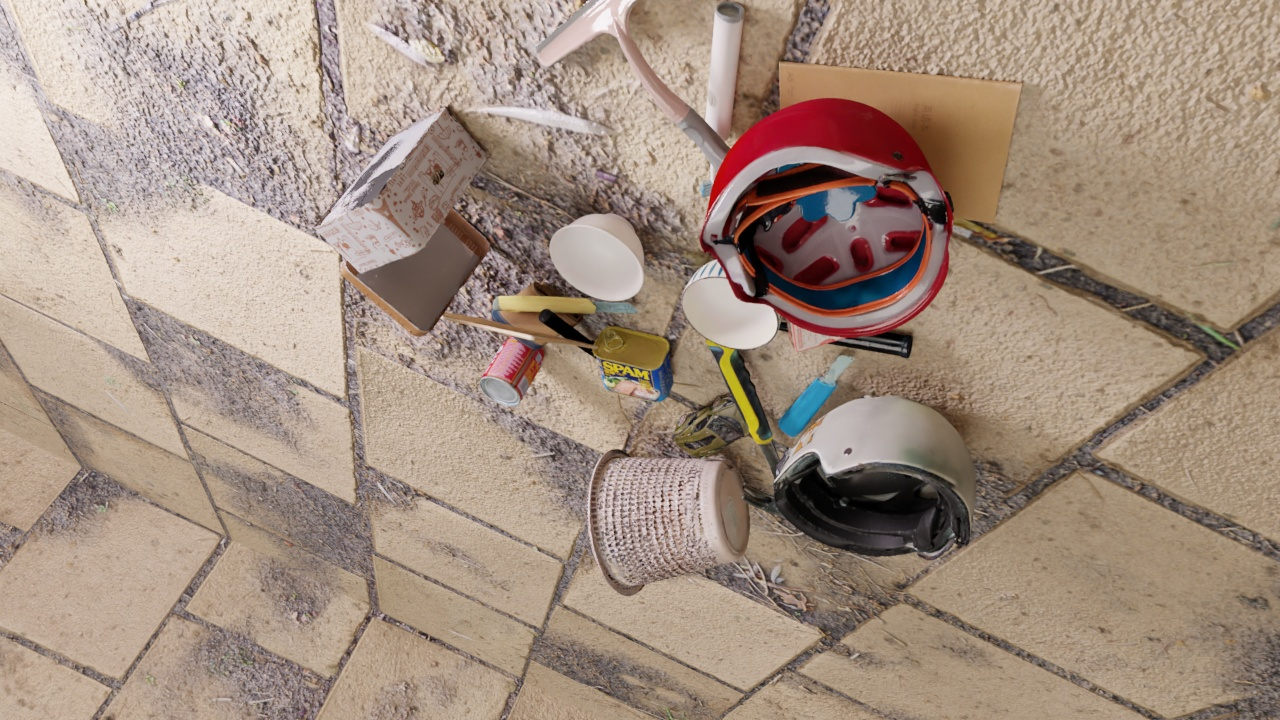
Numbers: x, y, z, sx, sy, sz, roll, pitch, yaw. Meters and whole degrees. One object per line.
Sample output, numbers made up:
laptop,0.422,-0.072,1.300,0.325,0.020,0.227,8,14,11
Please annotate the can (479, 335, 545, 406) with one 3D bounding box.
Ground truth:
can,-0.184,0.012,1.336,0.066,0.093,0.067,18,145,13

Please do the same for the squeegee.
squeegee,0.036,-0.245,0.870,0.249,0.040,0.248,47,145,-18

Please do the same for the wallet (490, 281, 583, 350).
wallet,-0.144,-0.062,1.271,0.090,0.033,0.116,38,143,-21

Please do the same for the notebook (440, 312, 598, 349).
notebook,-0.178,-0.042,1.190,0.208,0.008,0.147,13,-178,29

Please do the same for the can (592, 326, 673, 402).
can,-0.007,0.007,1.250,0.102,0.057,0.083,13,145,19

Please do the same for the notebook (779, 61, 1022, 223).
notebook,0.233,-0.204,0.860,0.212,0.012,0.150,12,141,20

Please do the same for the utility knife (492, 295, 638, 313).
utility knife,-0.103,-0.070,1.205,0.207,0.021,0.031,7,142,20

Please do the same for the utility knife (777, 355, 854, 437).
utility knife,0.225,0.046,1.179,0.034,0.018,0.205,28,147,2

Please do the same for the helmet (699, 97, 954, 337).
helmet,0.174,-0.141,0.846,0.207,0.143,0.240,-20,138,29

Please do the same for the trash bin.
trash bin,0.054,0.236,1.393,0.192,0.226,0.227,-11,132,25

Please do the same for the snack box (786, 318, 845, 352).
snack box,0.195,-0.078,1.001,0.077,0.027,0.156,-17,136,1

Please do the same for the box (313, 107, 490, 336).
box,-0.251,-0.153,1.091,0.157,0.182,0.193,-12,131,42

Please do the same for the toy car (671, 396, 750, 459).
toy car,0.105,0.096,1.307,0.070,0.042,0.159,35,142,-13

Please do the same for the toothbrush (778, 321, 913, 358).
toothbrush,0.211,-0.035,1.082,0.213,0.026,0.027,12,108,22

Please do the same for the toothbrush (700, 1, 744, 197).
toothbrush,0.077,-0.243,0.896,0.026,0.026,0.221,-15,145,-12

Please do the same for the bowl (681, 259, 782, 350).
bowl,0.112,-0.075,1.057,0.116,0.066,0.117,17,143,13

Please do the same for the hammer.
hammer,0.157,0.093,1.235,0.126,0.031,0.323,-10,124,27

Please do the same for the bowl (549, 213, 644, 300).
bowl,-0.041,-0.134,1.080,0.118,0.064,0.118,17,145,12

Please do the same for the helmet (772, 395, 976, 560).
helmet,0.294,0.132,1.130,0.230,0.156,0.275,25,156,-1

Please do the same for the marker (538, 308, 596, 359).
marker,-0.091,-0.034,1.246,0.022,0.020,0.132,-21,146,25
